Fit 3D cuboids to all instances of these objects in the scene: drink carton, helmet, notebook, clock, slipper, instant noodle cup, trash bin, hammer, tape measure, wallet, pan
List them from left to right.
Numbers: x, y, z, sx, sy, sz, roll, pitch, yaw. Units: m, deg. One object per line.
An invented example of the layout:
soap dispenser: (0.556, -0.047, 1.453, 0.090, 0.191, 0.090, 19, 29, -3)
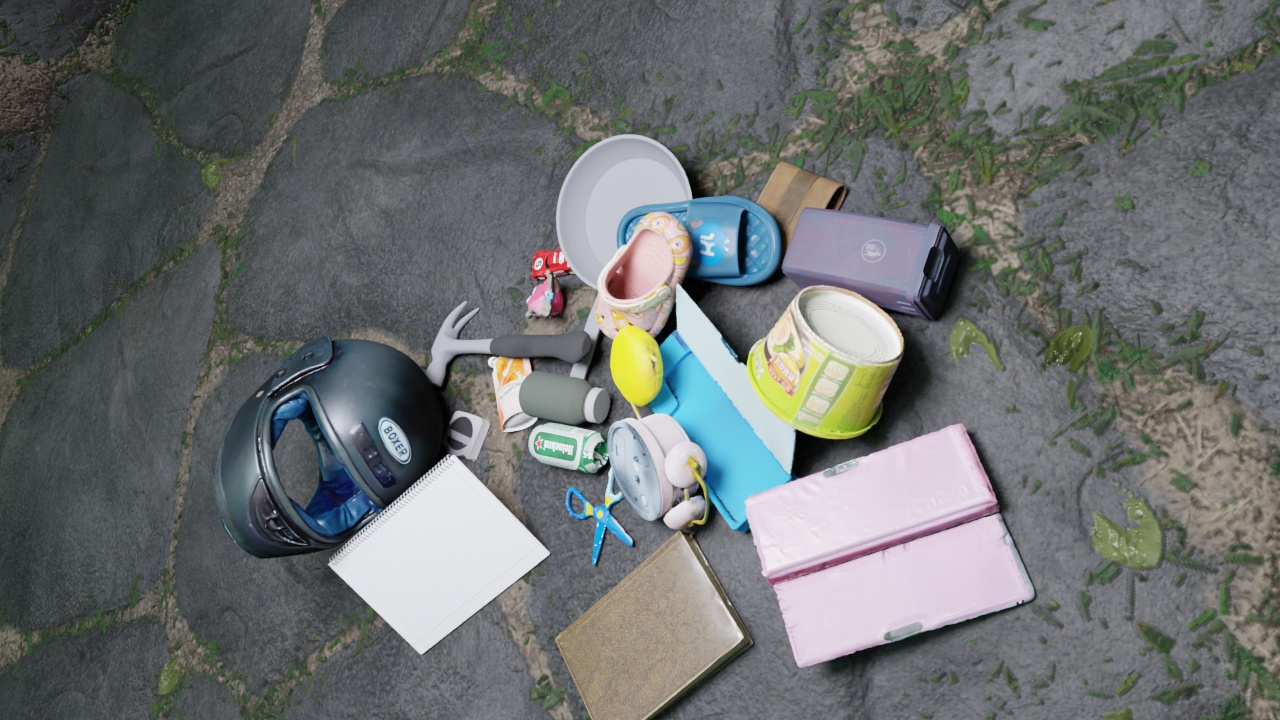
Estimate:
helmet: (-0.389, 0.103, 1.216, 0.236, 0.249, 0.315, -19, 24, 11)
notebook: (-0.263, 0.252, 1.176, 0.246, 0.013, 0.178, -40, 99, 18)
tape measure: (-0.244, 0.105, 1.280, 0.065, 0.016, 0.064, 18, 85, 38)
hammer: (-0.181, -0.023, 1.246, 0.312, 0.029, 0.124, 0, 68, 42)
drink carton: (-0.173, 0.032, 1.249, 0.069, 0.039, 0.122, -31, 53, 22)
pan: (-0.038, -0.110, 1.183, 0.201, 0.050, 0.357, 20, 101, 28)
slipper: (-0.007, -0.084, 1.068, 0.093, 0.081, 0.198, 47, 137, 14)
notebook: (0.002, 0.294, 1.031, 0.216, 0.034, 0.190, -43, 54, 16)
clock: (0.025, 0.123, 1.019, 0.158, 0.058, 0.117, 38, 139, 48)
slipper: (0.064, -0.145, 1.079, 0.214, 0.059, 0.104, 9, 95, 26)
wallet: (0.173, -0.167, 1.074, 0.099, 0.027, 0.121, 33, 96, 41)
instant noodle cup: (0.188, -0.004, 0.917, 0.146, 0.146, 0.098, 55, 140, 34)
trash bin: (0.243, -0.103, 0.964, 0.161, 0.092, 0.093, 16, 84, 34)

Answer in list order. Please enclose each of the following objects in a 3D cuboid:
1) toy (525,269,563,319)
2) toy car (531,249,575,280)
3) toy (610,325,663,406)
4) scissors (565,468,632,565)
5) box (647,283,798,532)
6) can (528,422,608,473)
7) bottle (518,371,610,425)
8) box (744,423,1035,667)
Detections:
toy: (-0.126, -0.084, 1.244, 0.102, 0.050, 0.065, 2, 72, 71)
toy car: (-0.116, -0.137, 1.267, 0.090, 0.025, 0.038, -6, 71, 34)
toy: (-0.006, 0.006, 1.067, 0.094, 0.041, 0.095, -14, 86, 61)
scissors: (-0.043, 0.182, 1.117, 0.125, 0.015, 0.127, 39, 101, 39)
box: (0.093, 0.048, 1.030, 0.243, 0.071, 0.171, 55, 135, 35)
can: (-0.088, 0.109, 1.146, 0.101, 0.053, 0.053, 7, 78, 36)
bottle: (-0.096, 0.049, 1.157, 0.108, 0.060, 0.060, 9, 80, 26)
box: (0.230, 0.176, 0.879, 0.233, 0.039, 0.178, -23, 61, 12)
